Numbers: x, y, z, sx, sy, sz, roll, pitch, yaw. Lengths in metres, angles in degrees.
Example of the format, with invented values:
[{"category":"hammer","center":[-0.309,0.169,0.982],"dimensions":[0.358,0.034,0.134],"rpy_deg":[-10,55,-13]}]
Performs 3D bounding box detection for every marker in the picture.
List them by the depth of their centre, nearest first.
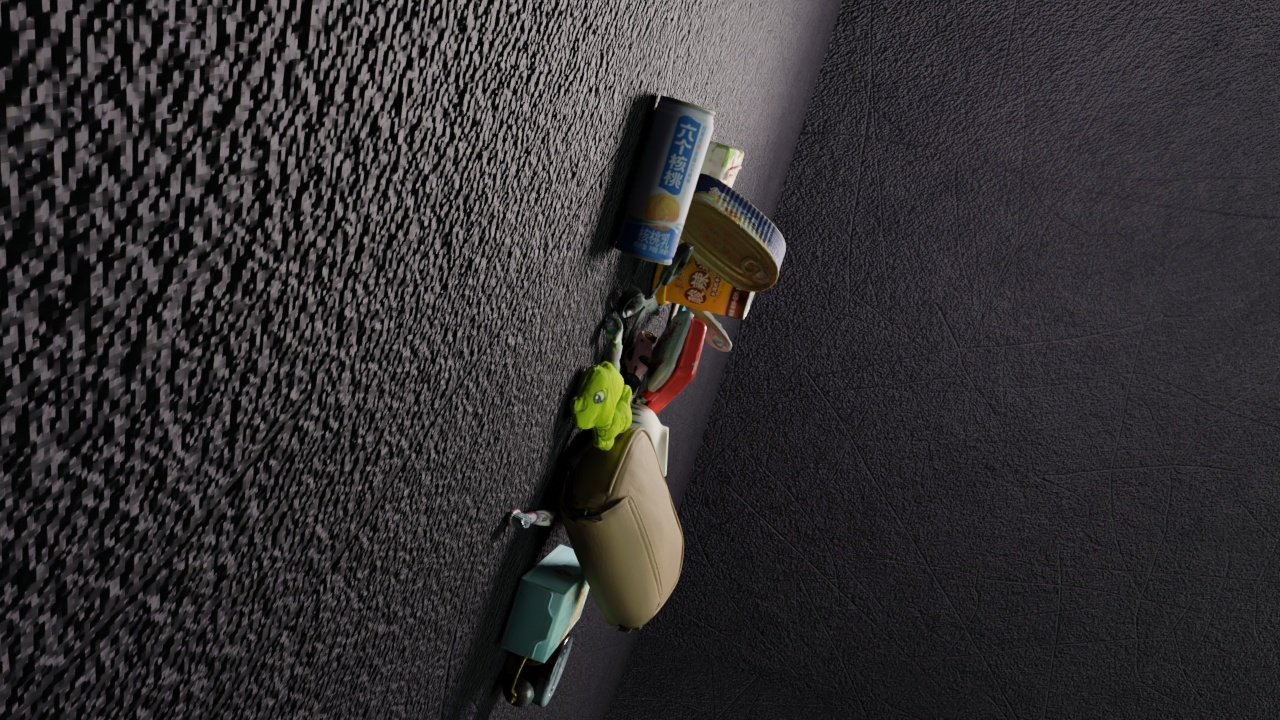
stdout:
[{"category":"marker","center":[-0.040,0.061,0.926],"dimensions":[0.131,0.020,0.022],"rpy_deg":[-52,178,-36]}]

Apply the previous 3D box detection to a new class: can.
[{"category":"can","center":[0.021,-0.153,0.785],"dimensions":[0.053,0.053,0.135],"rpy_deg":[-40,148,-74]},{"category":"can","center":[0.092,-0.139,0.998],"dimensions":[0.075,0.148,0.049],"rpy_deg":[-38,-160,46]}]

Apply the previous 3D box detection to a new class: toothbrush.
[{"category":"toothbrush","center":[-0.094,0.146,0.842],"dimensions":[0.187,0.017,0.016],"rpy_deg":[61,50,-78]},{"category":"toothbrush","center":[-0.032,0.015,0.951],"dimensions":[0.190,0.020,0.029],"rpy_deg":[99,-19,-58]}]

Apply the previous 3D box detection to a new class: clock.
[{"category":"clock","center":[-0.115,0.331,0.998],"dimensions":[0.122,0.055,0.082],"rpy_deg":[34,76,-81]}]

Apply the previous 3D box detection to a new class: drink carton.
[{"category":"drink carton","center":[0.094,-0.235,1.108],"dimensions":[0.122,0.045,0.053],"rpy_deg":[-40,149,-73]}]

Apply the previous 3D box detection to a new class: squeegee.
[{"category":"squeegee","center":[0.075,-0.075,1.208],"dimensions":[0.249,0.040,0.248],"rpy_deg":[-109,-148,-60]}]

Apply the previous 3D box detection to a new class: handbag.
[{"category":"handbag","center":[-0.023,0.173,0.961],"dimensions":[0.147,0.100,0.205],"rpy_deg":[-61,140,-53]}]

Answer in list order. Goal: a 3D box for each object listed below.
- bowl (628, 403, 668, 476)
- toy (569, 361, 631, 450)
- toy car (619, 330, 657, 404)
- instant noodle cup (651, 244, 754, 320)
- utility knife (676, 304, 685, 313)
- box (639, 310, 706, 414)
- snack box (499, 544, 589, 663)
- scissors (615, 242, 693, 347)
[{"category":"bowl","center":[-0.001,0.105,1.083],"dimensions":[0.116,0.066,0.116],"rpy_deg":[5,88,-86]},{"category":"toy","center":[-0.036,0.040,0.878],"dimensions":[0.096,0.031,0.100],"rpy_deg":[-47,141,-45]},{"category":"toy car","center":[-0.006,0.006,1.046],"dimensions":[0.122,0.037,0.056],"rpy_deg":[-82,-166,-65]},{"category":"instant noodle cup","center":[0.085,-0.109,1.099],"dimensions":[0.118,0.114,0.118],"rpy_deg":[22,88,-82]},{"category":"utility knife","center":[0.044,-0.021,1.386],"dimensions":[0.029,0.013,0.187],"rpy_deg":[-109,-142,-85]},{"category":"box","center":[0.027,0.005,1.077],"dimensions":[0.201,0.047,0.086],"rpy_deg":[126,-18,-71]},{"category":"snack box","center":[-0.093,0.253,0.974],"dimensions":[0.174,0.051,0.074],"rpy_deg":[0,109,-82]},{"category":"scissors","center":[0.010,-0.062,0.953],"dimensions":[0.178,0.014,0.159],"rpy_deg":[-52,167,32]}]
